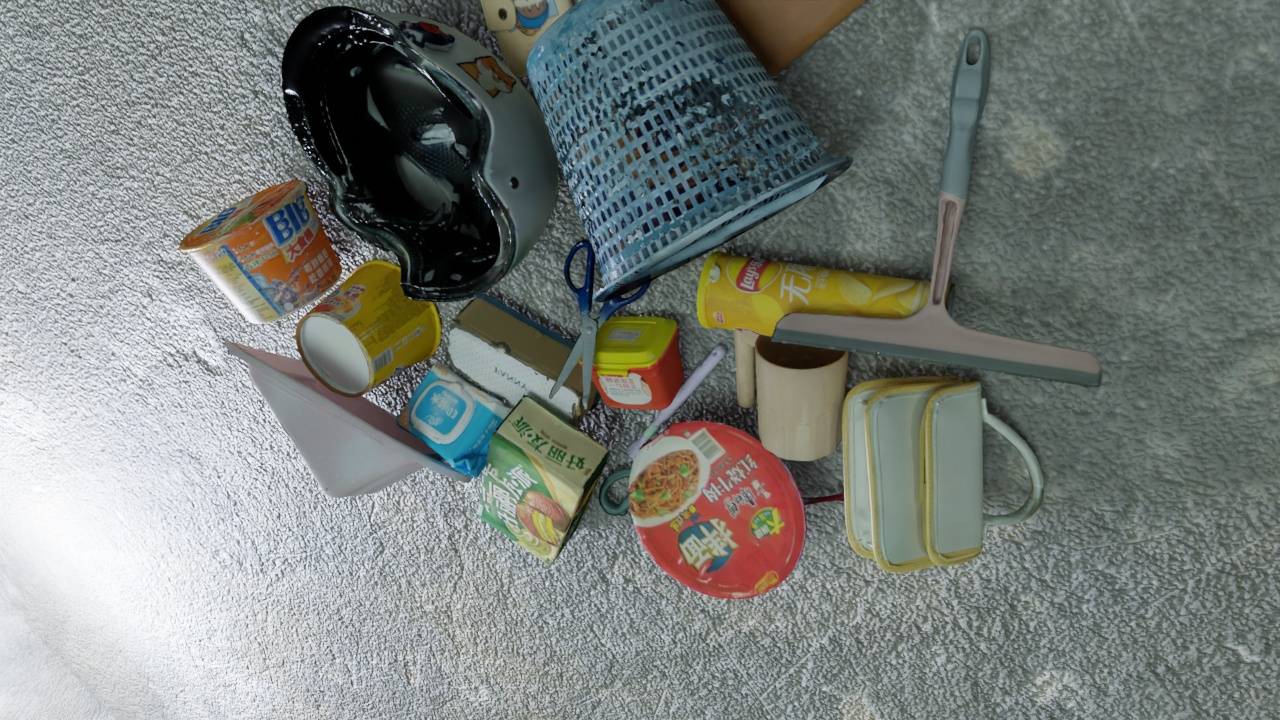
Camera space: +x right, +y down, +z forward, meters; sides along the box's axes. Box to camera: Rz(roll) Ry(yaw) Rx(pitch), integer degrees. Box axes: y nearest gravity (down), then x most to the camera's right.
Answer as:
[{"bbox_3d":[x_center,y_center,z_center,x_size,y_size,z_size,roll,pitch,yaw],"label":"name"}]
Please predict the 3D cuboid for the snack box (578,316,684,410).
[{"bbox_3d":[-0.005,0.005,0.921,0.091,0.081,0.080,2,130,28],"label":"snack box"}]

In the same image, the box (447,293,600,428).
[{"bbox_3d":[-0.120,0.007,0.992,0.184,0.059,0.090,29,141,7],"label":"box"}]

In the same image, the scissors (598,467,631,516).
[{"bbox_3d":[0.026,0.169,1.044,0.180,0.019,0.170,5,121,24],"label":"scissors"}]

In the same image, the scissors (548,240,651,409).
[{"bbox_3d":[-0.051,-0.044,0.893,0.165,0.012,0.157,-40,67,5],"label":"scissors"}]

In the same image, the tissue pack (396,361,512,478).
[{"bbox_3d":[-0.210,0.065,1.038,0.140,0.090,0.063,28,170,37],"label":"tissue pack"}]

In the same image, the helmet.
[{"bbox_3d":[-0.178,-0.199,0.835,0.274,0.156,0.231,48,135,7],"label":"helmet"}]

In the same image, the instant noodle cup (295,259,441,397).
[{"bbox_3d":[-0.316,-0.030,1.051,0.138,0.109,0.138,15,127,21],"label":"instant noodle cup"}]

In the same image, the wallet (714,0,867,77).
[{"bbox_3d":[0.113,-0.300,0.689,0.119,0.035,0.131,46,131,-13],"label":"wallet"}]

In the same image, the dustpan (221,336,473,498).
[{"bbox_3d":[-0.324,0.060,1.088,0.139,0.222,0.273,-32,87,-2],"label":"dustpan"}]

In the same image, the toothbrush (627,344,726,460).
[{"bbox_3d":[0.038,0.046,0.961,0.190,0.021,0.029,-53,56,39],"label":"toothbrush"}]

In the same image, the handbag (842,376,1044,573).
[{"bbox_3d":[0.272,0.096,0.800,0.178,0.063,0.163,-5,97,-8],"label":"handbag"}]

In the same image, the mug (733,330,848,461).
[{"bbox_3d":[0.135,0.021,0.859,0.125,0.084,0.104,29,136,42],"label":"mug"}]

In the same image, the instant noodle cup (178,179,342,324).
[{"bbox_3d":[-0.417,-0.119,1.032,0.152,0.151,0.111,-5,125,32],"label":"instant noodle cup"}]

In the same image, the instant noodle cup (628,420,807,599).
[{"bbox_3d":[0.086,0.144,0.944,0.194,0.065,0.194,9,110,26],"label":"instant noodle cup"}]

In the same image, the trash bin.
[{"bbox_3d":[0.020,-0.182,0.715,0.227,0.225,0.195,-27,92,38],"label":"trash bin"}]

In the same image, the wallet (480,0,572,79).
[{"bbox_3d":[-0.101,-0.312,0.805,0.087,0.024,0.115,-7,117,27],"label":"wallet"}]

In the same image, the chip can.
[{"bbox_3d":[0.159,-0.047,0.799,0.214,0.071,0.072,11,124,22],"label":"chip can"}]

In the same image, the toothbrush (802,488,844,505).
[{"bbox_3d":[0.151,0.146,0.958,0.188,0.017,0.016,-13,109,32],"label":"toothbrush"}]

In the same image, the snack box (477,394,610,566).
[{"bbox_3d":[-0.115,0.143,1.039,0.114,0.063,0.241,33,148,6],"label":"snack box"}]

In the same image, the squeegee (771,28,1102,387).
[{"bbox_3d":[0.239,-0.121,0.703,0.248,0.040,0.250,10,104,22],"label":"squeegee"}]
